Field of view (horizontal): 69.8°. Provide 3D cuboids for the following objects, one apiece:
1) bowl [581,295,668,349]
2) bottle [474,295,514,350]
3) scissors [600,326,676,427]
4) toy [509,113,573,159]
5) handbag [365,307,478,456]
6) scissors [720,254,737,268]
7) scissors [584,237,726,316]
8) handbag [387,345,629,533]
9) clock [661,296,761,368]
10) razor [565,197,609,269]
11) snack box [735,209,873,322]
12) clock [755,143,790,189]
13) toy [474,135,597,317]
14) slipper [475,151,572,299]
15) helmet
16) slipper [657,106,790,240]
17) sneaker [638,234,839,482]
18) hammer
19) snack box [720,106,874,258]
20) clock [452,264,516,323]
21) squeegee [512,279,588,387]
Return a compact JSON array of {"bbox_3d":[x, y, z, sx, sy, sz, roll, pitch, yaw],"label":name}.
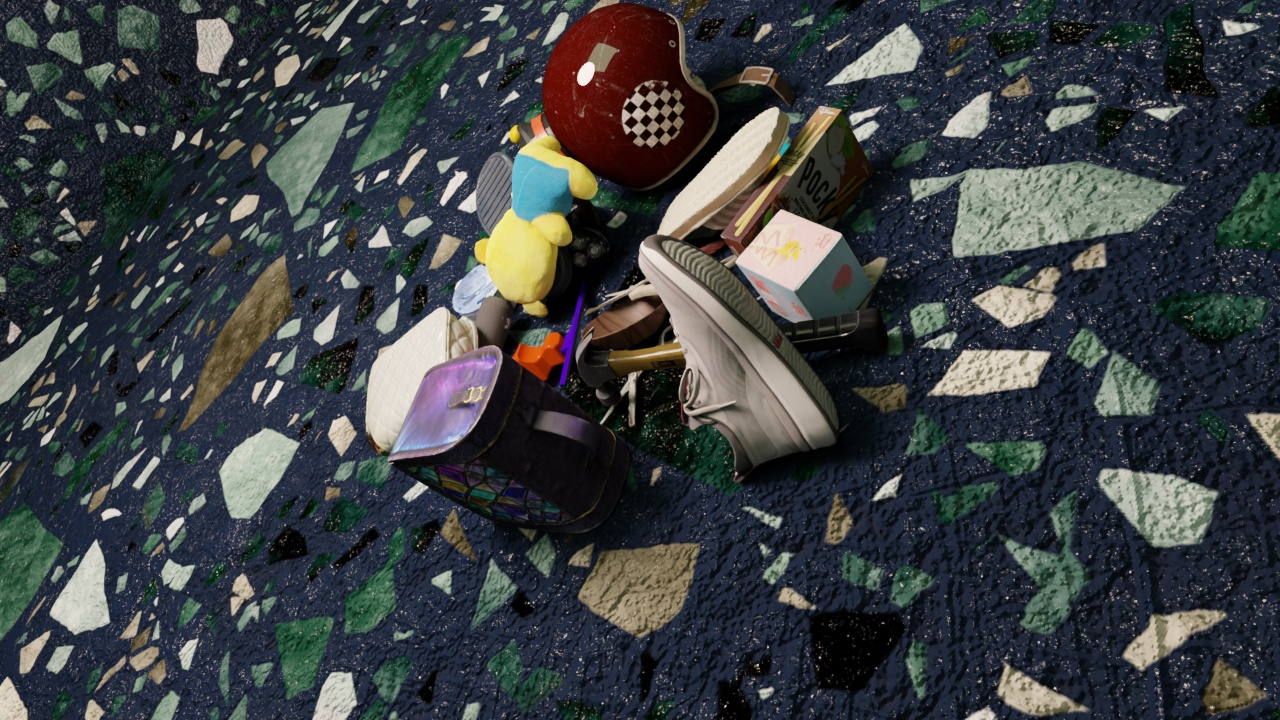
[{"bbox_3d":[-0.010,-0.043,1.092,0.119,0.032,0.119,-25,17,8],"label":"bowl"},{"bbox_3d":[-0.204,-0.031,1.236,0.047,0.047,0.112,19,94,45],"label":"bottle"},{"bbox_3d":[0.005,0.009,1.075,0.165,0.014,0.141,-35,40,9],"label":"scissors"},{"bbox_3d":[-0.122,-0.331,1.376,0.119,0.097,0.099,-36,55,22],"label":"toy"},{"bbox_3d":[-0.285,0.031,1.213,0.195,0.072,0.138,-33,49,35],"label":"handbag"},{"bbox_3d":[0.076,-0.092,1.040,0.153,0.012,0.164,-34,7,-17],"label":"scissors"},{"bbox_3d":[0.020,-0.094,1.102,0.199,0.015,0.179,-29,15,3],"label":"scissors"},{"bbox_3d":[-0.133,0.089,0.985,0.223,0.205,0.125,-9,53,40],"label":"handbag"},{"bbox_3d":[0.079,-0.037,1.029,0.125,0.044,0.087,-20,48,25],"label":"clock"},{"bbox_3d":[-0.080,-0.181,1.250,0.053,0.063,0.140,-32,45,13],"label":"razor"},{"bbox_3d":[0.172,-0.090,0.961,0.079,0.093,0.095,-49,42,-5],"label":"snack box"},{"bbox_3d":[0.152,-0.217,1.115,0.130,0.043,0.099,-2,57,46],"label":"clock"},{"bbox_3d":[-0.143,-0.176,1.192,0.149,0.083,0.214,44,116,41],"label":"toy"},{"bbox_3d":[-0.153,-0.187,1.310,0.101,0.082,0.263,-47,58,26],"label":"slipper"},{"bbox_3d":[0.000,-0.350,1.228,0.234,0.253,0.233,-55,33,0],"label":"helmet"},{"bbox_3d":[0.099,-0.203,1.083,0.264,0.052,0.114,-34,31,57],"label":"slipper"},{"bbox_3d":[0.070,0.000,0.880,0.129,0.263,0.096,-36,10,22],"label":"sneaker"},{"bbox_3d":[0.084,-0.012,0.958,0.334,0.118,0.025,-8,50,23],"label":"hammer"},{"bbox_3d":[0.177,-0.175,1.017,0.186,0.101,0.032,-52,43,-8],"label":"snack box"},{"bbox_3d":[-0.223,-0.101,1.310,0.089,0.052,0.125,-37,43,10],"label":"clock"},{"bbox_3d":[-0.143,0.009,1.159,0.185,0.055,0.249,-29,26,19],"label":"squeegee"}]
